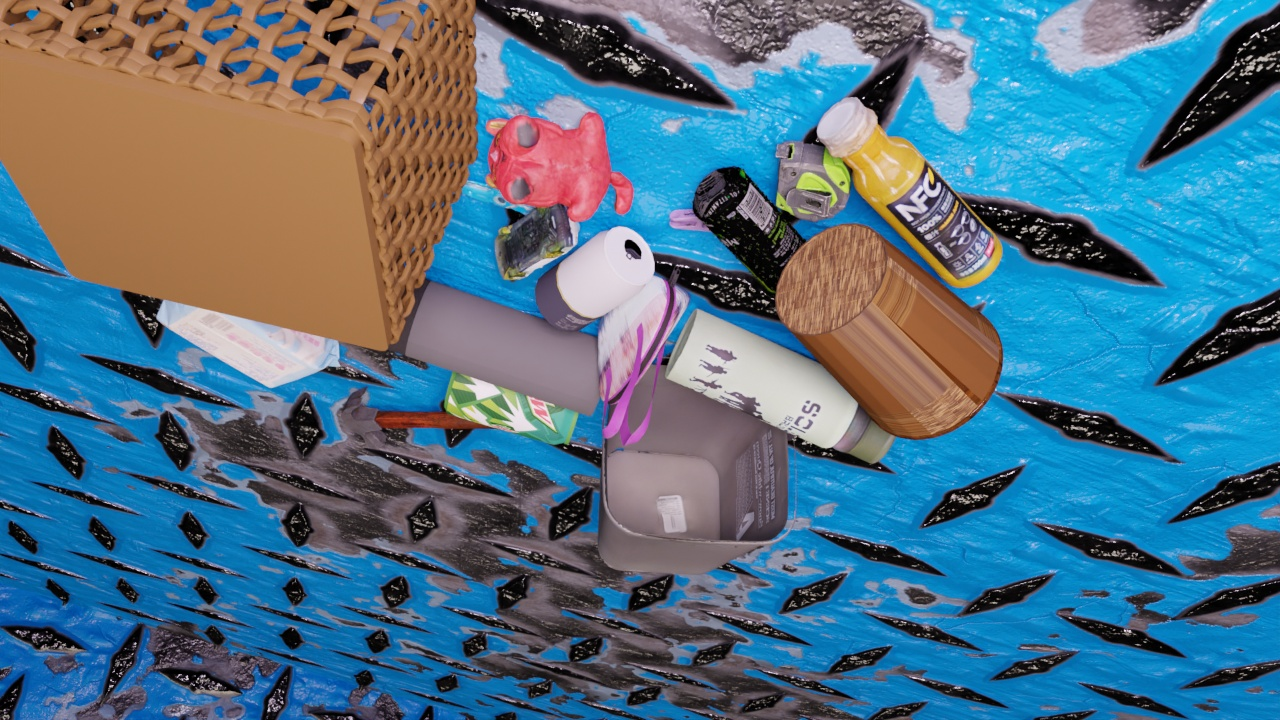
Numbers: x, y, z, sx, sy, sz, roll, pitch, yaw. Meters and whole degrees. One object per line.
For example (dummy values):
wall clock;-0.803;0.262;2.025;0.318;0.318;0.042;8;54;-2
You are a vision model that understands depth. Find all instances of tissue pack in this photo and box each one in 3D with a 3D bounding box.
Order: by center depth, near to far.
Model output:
tissue pack;-0.437;-0.038;1.036;0.112;0.069;0.182;-17;137;37

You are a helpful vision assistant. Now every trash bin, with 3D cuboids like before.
trash bin;0.042;0.134;1.010;0.197;0.197;0.221;6;153;-8

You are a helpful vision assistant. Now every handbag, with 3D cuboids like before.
handbag;-0.005;0.005;0.853;0.068;0.169;0.145;24;133;-14

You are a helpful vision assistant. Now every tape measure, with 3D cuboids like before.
tape measure;0.137;-0.138;0.727;0.059;0.035;0.066;5;144;12

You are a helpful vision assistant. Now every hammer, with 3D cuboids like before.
hammer;-0.245;0.076;1.168;0.301;0.028;0.111;-1;144;19

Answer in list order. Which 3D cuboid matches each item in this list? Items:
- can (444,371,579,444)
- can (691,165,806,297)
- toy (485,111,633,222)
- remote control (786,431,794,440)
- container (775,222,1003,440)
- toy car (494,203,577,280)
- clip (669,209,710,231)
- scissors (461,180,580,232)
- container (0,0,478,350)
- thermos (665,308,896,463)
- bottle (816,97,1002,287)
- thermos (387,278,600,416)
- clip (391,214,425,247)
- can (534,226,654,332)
can;-0.140;0.040;1.031;0.144;0.082;0.083;17;145;-5
can;0.100;-0.104;0.771;0.054;0.053;0.137;-18;135;38
toy;-0.066;-0.161;0.758;0.132;0.088;0.094;12;-176;-32
remote control;0.170;0.045;0.993;0.032;0.015;0.137;15;143;-3
container;0.201;-0.027;0.760;0.132;0.132;0.167;-19;141;38
toy car;-0.093;-0.108;0.825;0.033;0.048;0.106;-7;170;-44
clip;0.053;-0.126;0.795;0.052;0.014;0.041;16;146;-8
scissors;-0.117;-0.145;0.827;0.135;0.015;0.066;17;148;-2
container;-0.270;-0.177;0.652;0.251;0.213;0.220;13;146;0
thermos;0.144;0.029;0.911;0.231;0.082;0.083;23;145;-5
bottle;0.207;-0.127;0.703;0.186;0.053;0.053;36;140;-29
thermos;-0.153;-0.018;0.955;0.240;0.082;0.082;19;145;-8
clip;-0.227;-0.128;0.878;0.060;0.024;0.039;6;149;-7
can;-0.041;-0.076;0.850;0.064;0.064;0.128;33;141;-26
